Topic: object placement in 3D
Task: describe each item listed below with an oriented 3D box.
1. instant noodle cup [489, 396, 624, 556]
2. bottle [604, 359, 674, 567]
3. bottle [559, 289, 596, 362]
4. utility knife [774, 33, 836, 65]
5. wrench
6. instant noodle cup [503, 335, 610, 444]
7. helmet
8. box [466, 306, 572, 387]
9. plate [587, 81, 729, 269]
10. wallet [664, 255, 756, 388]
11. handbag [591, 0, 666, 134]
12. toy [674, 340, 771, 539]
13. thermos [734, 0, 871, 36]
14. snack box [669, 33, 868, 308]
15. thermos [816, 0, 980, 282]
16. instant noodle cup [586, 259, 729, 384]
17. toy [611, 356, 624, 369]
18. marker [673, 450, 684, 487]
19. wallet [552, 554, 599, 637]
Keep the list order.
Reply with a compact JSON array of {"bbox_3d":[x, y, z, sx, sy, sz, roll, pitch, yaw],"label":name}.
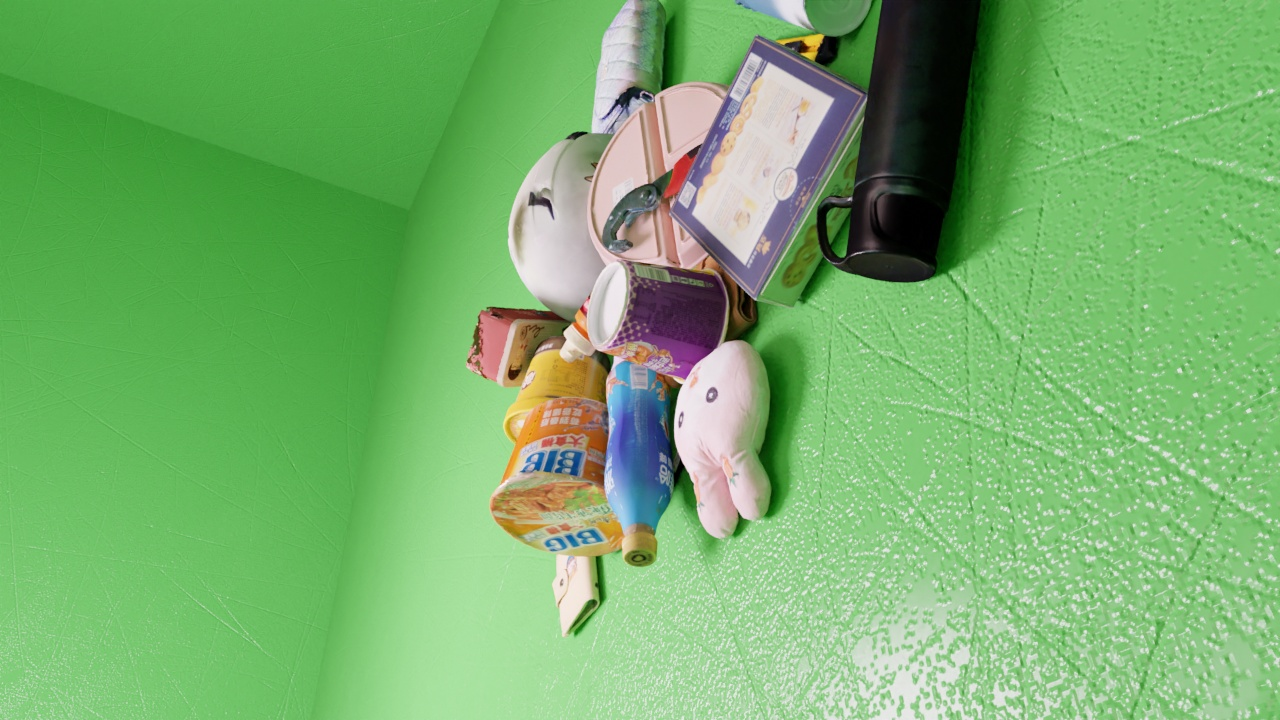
[{"bbox_3d":[-0.070,0.116,0.942,0.152,0.151,0.111,-50,23,44],"label":"instant noodle cup"},{"bbox_3d":[-0.001,0.093,0.860,0.065,0.065,0.218,-54,25,39],"label":"bottle"},{"bbox_3d":[-0.037,-0.057,1.028,0.149,0.066,0.066,-48,27,7],"label":"bottle"},{"bbox_3d":[0.141,-0.299,0.894,0.033,0.015,0.181,-68,22,7],"label":"utility knife"},{"bbox_3d":[0.061,-0.194,0.899,0.274,0.016,0.056,-34,56,29],"label":"wrench"},{"bbox_3d":[-0.090,0.043,1.078,0.119,0.118,0.114,-43,29,51],"label":"instant noodle cup"},{"bbox_3d":[-0.083,-0.180,1.154,0.231,0.156,0.273,-46,34,48],"label":"helmet"},{"bbox_3d":[-0.146,-0.018,1.160,0.076,0.168,0.091,21,101,27],"label":"box"},{"bbox_3d":[0.026,-0.192,0.965,0.230,0.028,0.229,-18,62,38],"label":"plate"},{"bbox_3d":[0.064,-0.048,0.883,0.132,0.031,0.107,-44,38,48],"label":"wallet"},{"bbox_3d":[-0.017,-0.387,1.252,0.135,0.075,0.193,-44,36,50],"label":"handbag"},{"bbox_3d":[0.071,0.063,0.764,0.122,0.054,0.159,-47,42,49],"label":"toy"},{"bbox_3d":[0.143,-0.356,0.866,0.070,0.070,0.220,-65,24,20],"label":"thermos"},{"bbox_3d":[0.113,-0.164,0.781,0.178,0.045,0.182,-63,36,22],"label":"snack box"},{"bbox_3d":[0.178,-0.178,0.634,0.090,0.068,0.242,6,77,32],"label":"thermos"},{"bbox_3d":[0.011,-0.040,0.838,0.112,0.099,0.111,-37,48,55],"label":"instant noodle cup"},{"bbox_3d":[-0.006,0.006,0.998,0.084,0.039,0.107,-10,62,46],"label":"toy"},{"bbox_3d":[0.050,0.064,0.858,0.018,0.015,0.124,-118,46,-66],"label":"marker"},{"bbox_3d":[-0.073,0.238,1.012,0.087,0.024,0.115,-59,27,35],"label":"wallet"}]
